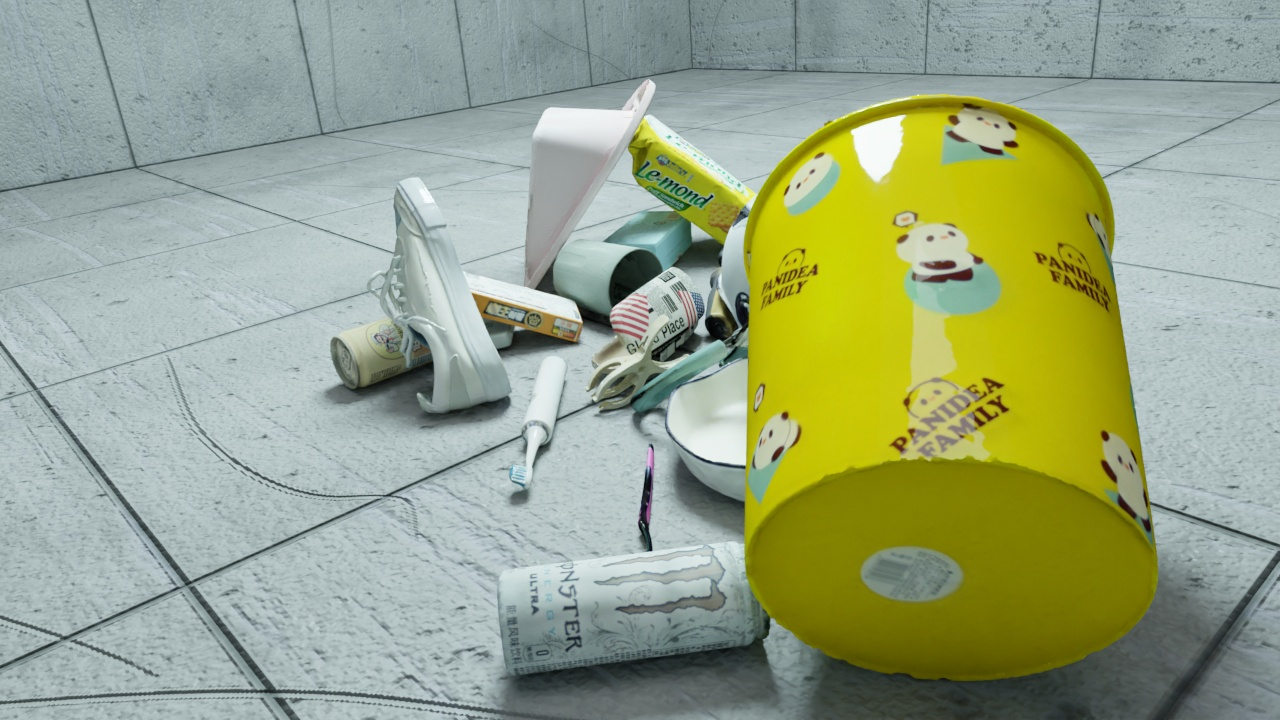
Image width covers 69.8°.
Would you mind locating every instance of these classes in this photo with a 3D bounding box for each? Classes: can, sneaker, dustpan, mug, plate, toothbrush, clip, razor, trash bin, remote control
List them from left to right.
[{"bbox_3d":[-0.247,-0.016,0.928,0.116,0.058,0.058,-23,29,-37],"label":"can"},{"bbox_3d":[-0.205,-0.059,0.871,0.090,0.242,0.090,-21,-19,-10],"label":"sneaker"},{"bbox_3d":[-0.169,-0.045,1.029,0.058,0.021,0.150,-6,23,-1],"label":"remote control"},{"bbox_3d":[-0.086,0.049,0.786,0.026,0.027,0.220,17,23,-6],"label":"toothbrush"},{"bbox_3d":[-0.065,-0.213,1.139,0.139,0.274,0.222,5,27,-4],"label":"dustpan"},{"bbox_3d":[-0.024,-0.089,1.049,0.123,0.083,0.103,11,5,-45],"label":"mug"},{"bbox_3d":[-0.005,0.138,0.516,0.146,0.058,0.058,-6,23,-3],"label":"can"},{"bbox_3d":[-0.002,0.010,0.832,0.099,0.066,0.034,-33,27,-7],"label":"clip"},{"bbox_3d":[0.002,0.106,0.652,0.018,0.014,0.189,-15,21,8],"label":"toothbrush"},{"bbox_3d":[0.101,-0.073,1.005,0.068,0.062,0.167,-28,18,26],"label":"razor"},{"bbox_3d":[0.121,0.052,0.712,0.205,0.046,0.204,-5,23,2],"label":"plate"},{"bbox_3d":[0.161,0.018,0.514,0.230,0.230,0.254,1,44,13],"label":"trash bin"}]

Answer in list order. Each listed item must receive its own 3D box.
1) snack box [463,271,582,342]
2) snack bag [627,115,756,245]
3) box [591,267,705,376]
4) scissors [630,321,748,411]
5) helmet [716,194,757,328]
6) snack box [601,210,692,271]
[{"bbox_3d":[-0.140,-0.061,0.983,0.153,0.026,0.075,15,18,-16],"label":"snack box"},{"bbox_3d":[0.077,-0.228,1.218,0.246,0.068,0.157,34,19,-13],"label":"snack bag"},{"bbox_3d":[0.014,-0.044,0.909,0.076,0.087,0.162,15,27,24],"label":"box"},{"bbox_3d":[0.076,-0.006,0.809,0.171,0.019,0.181,-36,-13,23],"label":"scissors"},{"bbox_3d":[0.193,-0.114,0.893,0.228,0.146,0.259,-26,41,-27],"label":"helmet"},{"bbox_3d":[0.011,-0.154,1.212,0.074,0.052,0.174,2,23,19],"label":"snack box"}]
